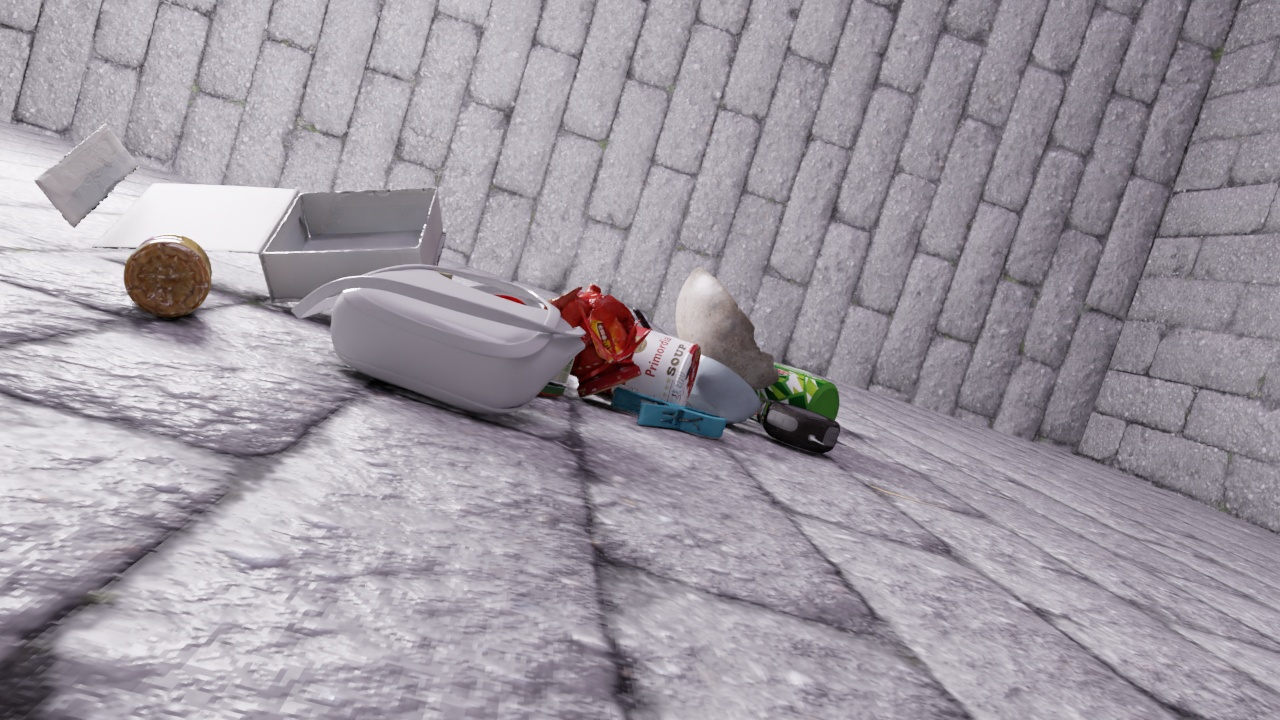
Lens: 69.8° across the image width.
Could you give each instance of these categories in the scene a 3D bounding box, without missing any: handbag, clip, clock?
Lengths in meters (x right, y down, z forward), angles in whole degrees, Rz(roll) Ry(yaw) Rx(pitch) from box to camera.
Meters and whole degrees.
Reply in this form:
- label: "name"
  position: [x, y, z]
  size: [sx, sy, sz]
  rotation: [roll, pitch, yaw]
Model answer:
- label: "handbag"
  position: [-0.153, -0.045, 0.783]
  size: [0.216, 0.096, 0.222]
  rotation: [19, 21, 5]
- label: "clip"
  position: [0.031, 0.056, 0.967]
  size: [0.119, 0.027, 0.102]
  rotation: [15, 8, -24]
- label: "clock"
  position: [0.190, 0.082, 1.116]
  size: [0.123, 0.044, 0.091]
  rotation: [22, 7, 41]

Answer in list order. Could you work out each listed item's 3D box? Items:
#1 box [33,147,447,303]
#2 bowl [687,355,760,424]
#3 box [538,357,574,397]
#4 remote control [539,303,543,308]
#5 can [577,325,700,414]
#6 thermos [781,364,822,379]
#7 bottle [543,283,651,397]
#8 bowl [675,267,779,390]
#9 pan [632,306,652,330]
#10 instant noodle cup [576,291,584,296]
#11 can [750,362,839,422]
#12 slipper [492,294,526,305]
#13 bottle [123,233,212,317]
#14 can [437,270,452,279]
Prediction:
- label: "box"
  position: [-0.399, -0.141, 0.973]
  size: [0.368, 0.099, 0.165]
  rotation: [3, 32, -7]
- label: "bowl"
  position: [0.088, 0.041, 1.093]
  size: [0.106, 0.039, 0.106]
  rotation: [33, -18, 12]
- label: "box"
  position: [-0.167, -0.017, 0.938]
  size: [0.117, 0.051, 0.206]
  rotation: [17, 5, -42]
- label: "remote control"
  position: [-0.143, -0.053, 1.338]
  size: [0.028, 0.060, 0.114]
  rotation: [17, 5, 16]
- label: "can"
  position: [-0.001, 0.006, 1.033]
  size: [0.116, 0.086, 0.086]
  rotation: [18, 5, 13]
- label: "thermos"
  position: [0.215, 0.044, 1.441]
  size: [0.082, 0.082, 0.231]
  rotation: [22, 7, 42]
- label: "bottle"
  position: [-0.046, -0.025, 0.950]
  size: [0.099, 0.111, 0.099]
  rotation: [-21, 0, 0]
- label: "bowl"
  position: [0.095, -0.026, 1.172]
  size: [0.178, 0.081, 0.178]
  rotation: [56, -1, 1]
- label: "pan"
  position: [0.020, -0.020, 1.186]
  size: [0.199, 0.021, 0.356]
  rotation: [42, -2, 14]
- label: "instant noodle cup"
  position: [-0.081, -0.046, 1.346]
  size: [0.098, 0.097, 0.108]
  rotation: [18, -2, 8]
- label: "can"
  position: [0.189, 0.049, 1.244]
  size: [0.144, 0.083, 0.083]
  rotation: [22, 7, 40]
- label: "slipper"
  position: [-0.199, -0.072, 1.380]
  size: [0.103, 0.059, 0.248]
  rotation: [20, 7, 20]
- label: "bottle"
  position: [-0.384, -0.076, 0.752]
  size: [0.059, 0.059, 0.166]
  rotation: [15, 5, -27]
- label: "can"
  position: [-0.294, -0.086, 1.094]
  size: [0.128, 0.073, 0.127]
  rotation: [17, 5, -2]
